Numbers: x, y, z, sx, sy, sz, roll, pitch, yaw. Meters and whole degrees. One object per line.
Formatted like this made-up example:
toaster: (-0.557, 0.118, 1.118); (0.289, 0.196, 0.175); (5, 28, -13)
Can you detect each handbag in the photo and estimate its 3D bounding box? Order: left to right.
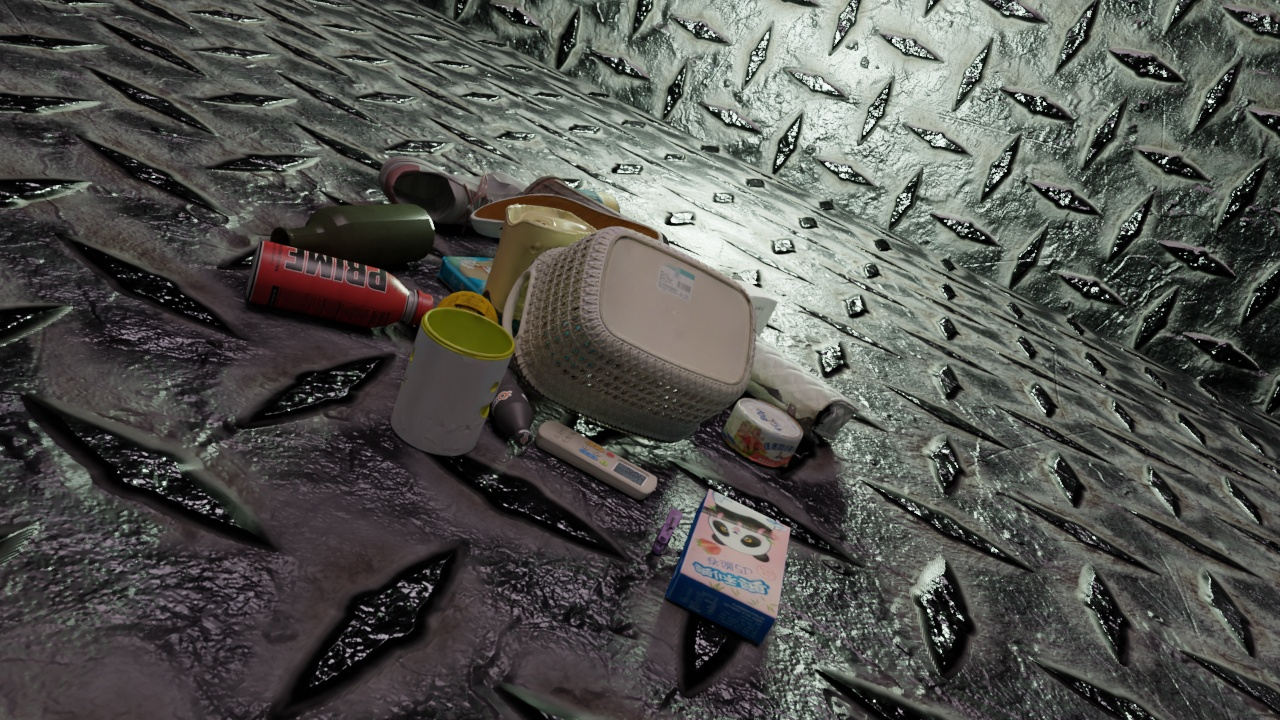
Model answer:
handbag: (-0.116, -0.105, 1.023); (0.081, 0.119, 0.111); (39, 26, 32)
handbag: (0.173, 0.029, 1.163); (0.195, 0.072, 0.138); (38, 8, 31)

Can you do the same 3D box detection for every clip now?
clip: (0.023, 0.151, 0.812); (0.013, 0.033, 0.051); (28, 23, 6)

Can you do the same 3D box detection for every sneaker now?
sneaker: (-0.247, -0.223, 1.286); (0.236, 0.099, 0.089); (8, 26, -19)
sneaker: (-0.099, -0.127, 1.176); (0.295, 0.127, 0.120); (22, 42, 30)

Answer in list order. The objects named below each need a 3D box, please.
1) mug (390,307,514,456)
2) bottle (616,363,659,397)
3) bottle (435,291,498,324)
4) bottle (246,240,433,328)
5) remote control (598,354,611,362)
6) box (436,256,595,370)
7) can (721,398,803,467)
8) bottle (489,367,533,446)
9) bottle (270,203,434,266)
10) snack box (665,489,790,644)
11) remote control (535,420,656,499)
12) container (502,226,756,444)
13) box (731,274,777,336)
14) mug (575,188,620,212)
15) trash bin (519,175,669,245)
mug: (-0.166, 0.018, 0.807); (0.082, 0.106, 0.082); (21, 23, -9)
bottle: (-0.006, 0.006, 1.084); (0.041, 0.041, 0.116); (17, 23, -18)
bottle: (-0.183, -0.024, 0.933); (0.071, 0.071, 0.163); (20, 23, -10)
bottle: (-0.300, -0.070, 0.929); (0.176, 0.062, 0.062); (13, 25, -26)
remote control: (-0.043, -0.026, 1.153); (0.033, 0.015, 0.146); (24, 22, -1)
box: (-0.147, -0.059, 1.096); (0.094, 0.039, 0.227); (-3, 34, -46)
can: (0.141, 0.083, 1.059); (0.086, 0.043, 0.086); (21, 21, -9)
bottle: (-0.125, 0.045, 0.882); (0.036, 0.036, 0.110); (11, 26, -29)
bottle: (-0.328, -0.141, 1.049); (0.071, 0.072, 0.206); (33, 24, 20)
snack box: (0.080, 0.176, 0.804); (0.088, 0.033, 0.153); (25, 22, 4)
remote control: (-0.043, 0.095, 0.880); (0.125, 0.018, 0.038); (28, 23, 7)
container: (0.001, -0.030, 0.944); (0.251, 0.144, 0.184); (23, 60, -27)
box: (0.134, -0.063, 1.297); (0.101, 0.112, 0.188); (34, 19, 13)
mug: (-0.108, -0.235, 1.489); (0.107, 0.083, 0.114); (-1, 5, -40)
trash bin: (-0.067, -0.157, 1.275); (0.211, 0.131, 0.130); (33, 24, 25)
